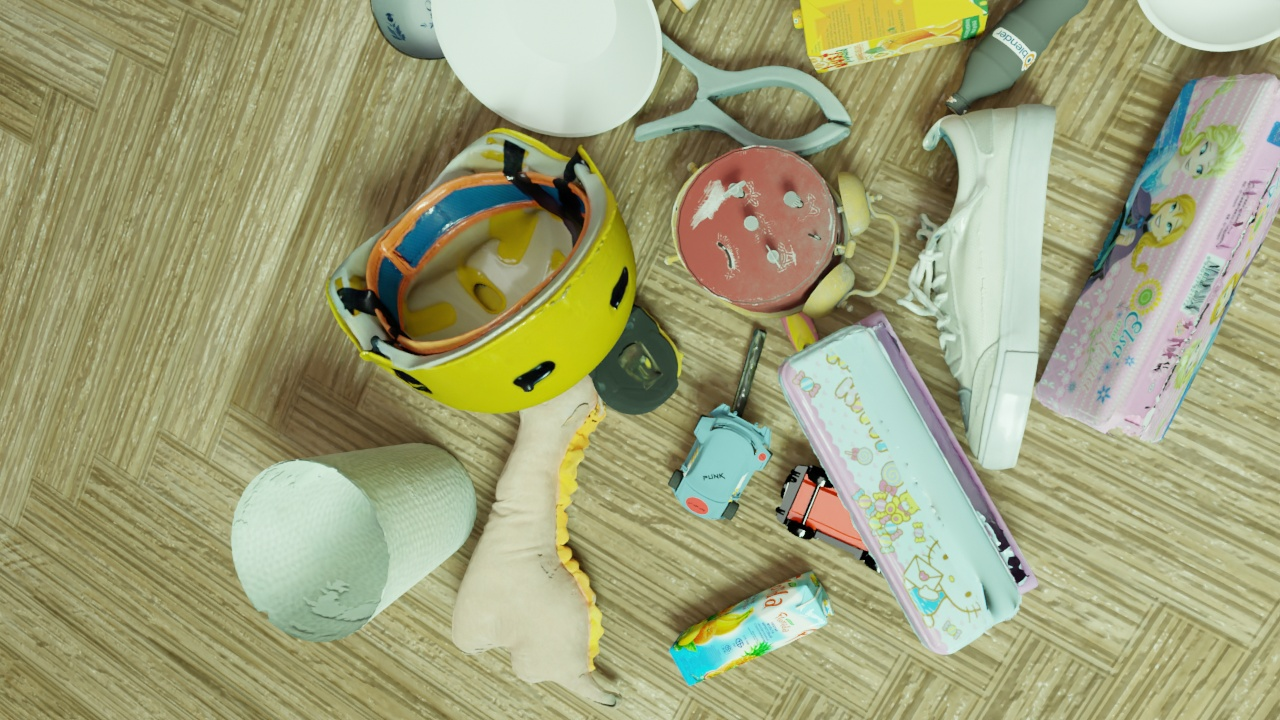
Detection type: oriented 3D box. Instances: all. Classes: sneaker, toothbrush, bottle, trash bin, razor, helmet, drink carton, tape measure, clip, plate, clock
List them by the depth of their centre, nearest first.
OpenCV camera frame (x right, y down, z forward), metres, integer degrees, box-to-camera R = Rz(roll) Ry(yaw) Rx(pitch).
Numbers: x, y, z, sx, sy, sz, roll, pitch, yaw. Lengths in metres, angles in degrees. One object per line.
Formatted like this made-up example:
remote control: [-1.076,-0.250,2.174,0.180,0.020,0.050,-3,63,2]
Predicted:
bottle: [0.250,-0.212,0.618,0.036,0.036,0.110,44,106,10]
sneaker: [0.223,-0.050,0.619,0.091,0.089,0.242,3,89,22]
drink carton: [0.170,-0.235,0.630,0.123,0.058,0.041,-7,92,18]
clock: [0.100,-0.088,0.644,0.159,0.081,0.117,15,92,19]
helmet: [-0.089,-0.042,0.663,0.209,0.140,0.240,-46,44,-11]
plate: [-0.065,-0.249,0.678,0.174,0.036,0.174,11,140,9]
clip: [0.072,-0.180,0.682,0.162,0.027,0.090,25,100,15]
toothbrush: [0.130,0.002,0.686,0.021,0.016,0.135,-24,83,20]
razor: [0.078,0.027,0.702,0.042,0.026,0.106,17,96,18]
drink carton: [0.085,0.205,0.702,0.129,0.044,0.038,-31,85,18]
tape measure: [-0.004,0.004,0.703,0.072,0.042,0.071,44,69,-2]
trash bin: [-0.213,0.130,0.728,0.133,0.161,0.133,1,95,17]

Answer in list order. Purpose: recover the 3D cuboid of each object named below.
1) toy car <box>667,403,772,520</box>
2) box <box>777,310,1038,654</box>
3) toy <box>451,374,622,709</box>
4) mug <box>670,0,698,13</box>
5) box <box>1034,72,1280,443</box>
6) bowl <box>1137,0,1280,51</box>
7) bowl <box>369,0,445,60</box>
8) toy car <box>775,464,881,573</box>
toy car: [0.055,0.085,0.686,0.060,0.027,0.108,29,128,7]
box: [0.186,0.072,0.612,0.062,0.139,0.214,-33,84,46]
toy: [-0.062,0.132,0.740,0.196,0.065,0.264,22,94,6]
mug: [0.041,-0.316,0.652,0.105,0.082,0.082,-42,82,15]
box: [0.355,-0.056,0.585,0.090,0.084,0.230,19,101,-13]
bowl: [0.366,-0.246,0.576,0.110,0.040,0.110,1,95,18]
bowl: [-0.156,-0.294,0.735,0.114,0.045,0.114,2,95,17]
toy car: [0.151,0.112,0.670,0.100,0.048,0.051,22,100,14]
